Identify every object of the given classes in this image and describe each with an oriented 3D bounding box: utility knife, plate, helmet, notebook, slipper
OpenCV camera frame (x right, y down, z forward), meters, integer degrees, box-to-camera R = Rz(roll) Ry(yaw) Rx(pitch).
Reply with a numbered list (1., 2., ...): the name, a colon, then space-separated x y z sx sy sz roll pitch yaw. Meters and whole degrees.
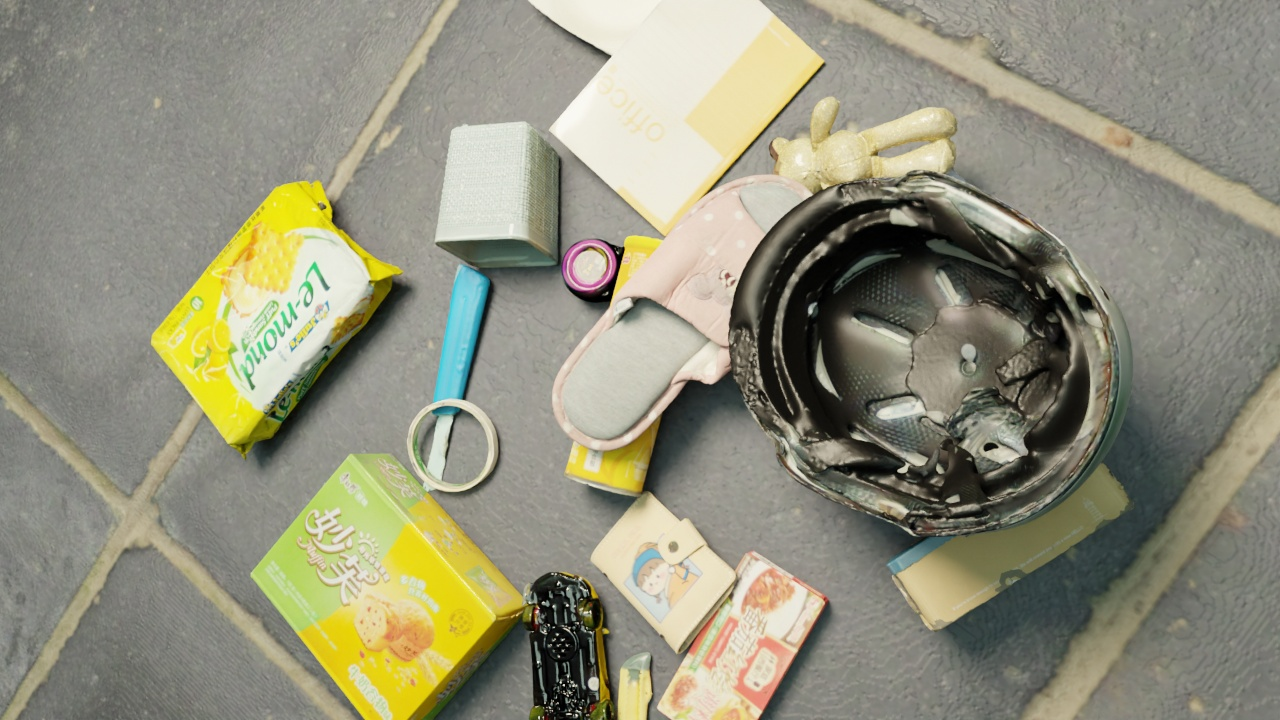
1. utility knife: -0.006 0.357 0.777 0.031 0.022 0.216 -1 88 23
2. plate: -0.013 -0.367 0.848 0.164 0.034 0.164 38 96 17
3. helmet: 0.208 -0.001 0.637 0.274 0.156 0.230 32 104 46
4. utility knife: -0.178 0.019 0.865 0.034 0.018 0.218 13 92 14
5. notebook: 0.039 -0.233 0.810 0.146 0.010 0.206 43 97 0
6. slipper: 0.038 -0.039 0.723 0.274 0.054 0.114 -45 93 -1

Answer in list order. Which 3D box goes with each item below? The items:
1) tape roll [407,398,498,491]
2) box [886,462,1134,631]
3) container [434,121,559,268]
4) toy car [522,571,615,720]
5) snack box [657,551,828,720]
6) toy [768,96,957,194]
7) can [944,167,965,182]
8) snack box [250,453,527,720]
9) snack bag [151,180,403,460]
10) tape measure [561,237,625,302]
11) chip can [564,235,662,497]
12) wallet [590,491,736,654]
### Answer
1. tape roll: -0.174 0.078 0.850 0.086 0.014 0.086 1 95 13
2. box: 0.273 0.124 0.675 0.184 0.089 0.062 -38 74 7
3. container: -0.125 -0.149 0.833 0.090 0.090 0.111 0 80 17
4. toy car: -0.060 0.259 0.787 0.071 0.041 0.155 -9 83 16
5. snack box: 0.084 0.241 0.752 0.075 0.025 0.153 31 93 19
6. toy: 0.175 -0.162 0.729 0.158 0.066 0.105 -2 116 45
7. can: 0.257 -0.084 0.720 0.053 0.053 0.134 -29 76 12
8. snack box: -0.229 0.209 0.832 0.210 0.070 0.158 43 98 17
9. snack bag: -0.358 -0.044 0.903 0.158 0.068 0.247 45 98 18
10. tape measure: -0.040 -0.080 0.822 0.058 0.039 0.057 12 87 13
11. chip can: -0.005 0.005 0.783 0.072 0.072 0.213 14 88 18
12. wallet: 0.020 0.174 0.773 0.115 0.024 0.087 41 99 32
